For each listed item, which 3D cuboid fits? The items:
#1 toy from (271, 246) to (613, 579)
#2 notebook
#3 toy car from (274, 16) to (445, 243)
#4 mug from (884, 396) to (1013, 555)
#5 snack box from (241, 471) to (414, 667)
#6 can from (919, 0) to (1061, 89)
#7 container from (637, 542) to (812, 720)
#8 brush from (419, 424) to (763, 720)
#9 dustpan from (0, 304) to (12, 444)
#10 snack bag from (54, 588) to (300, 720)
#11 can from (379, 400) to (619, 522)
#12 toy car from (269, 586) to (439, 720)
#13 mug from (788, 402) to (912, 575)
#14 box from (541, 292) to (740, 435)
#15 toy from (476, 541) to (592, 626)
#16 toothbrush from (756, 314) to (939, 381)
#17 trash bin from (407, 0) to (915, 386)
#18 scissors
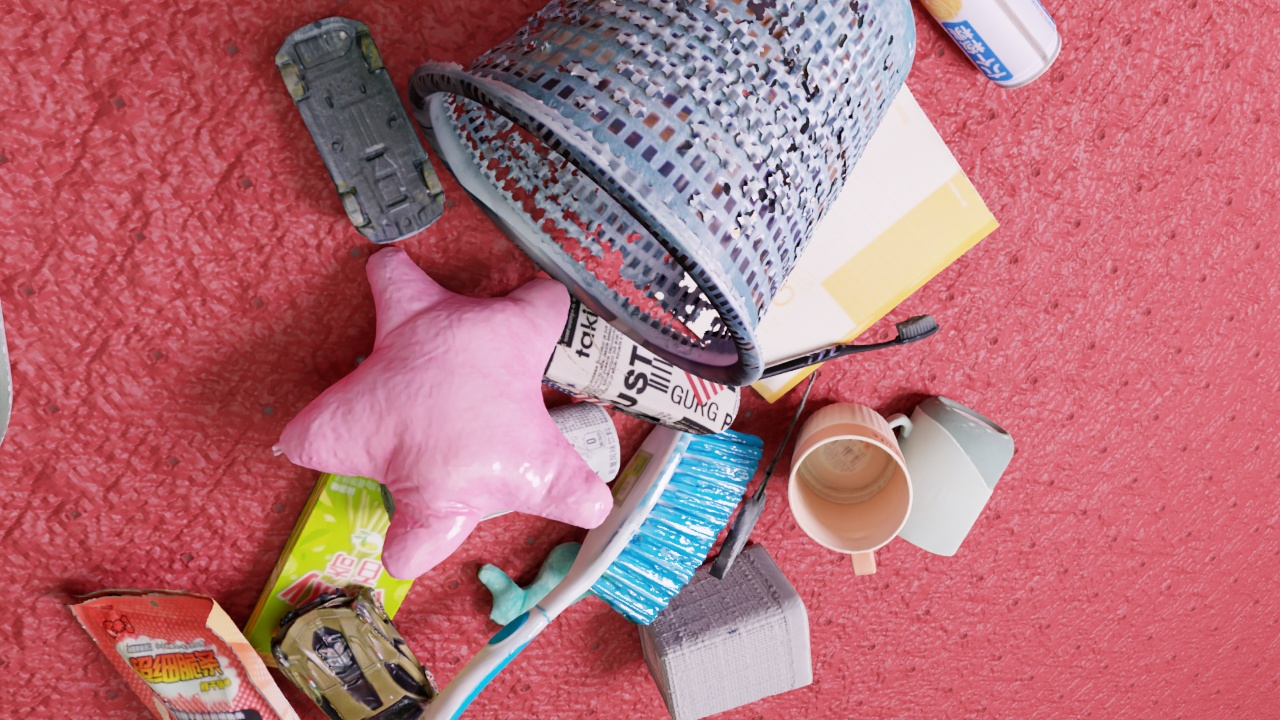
[{"bbox_3d":[-0.116,0.021,0.516,0.178,0.194,0.075,-11,161,-12],"label":"toy"},{"bbox_3d":[0.128,-0.072,0.628,0.206,0.010,0.146,-39,124,15],"label":"notebook"},{"bbox_3d":[-0.150,-0.123,0.498,0.054,0.037,0.121,-26,111,-9],"label":"toy car"},{"bbox_3d":[0.228,0.084,0.736,0.111,0.082,0.106,24,105,-5],"label":"mug"},{"bbox_3d":[-0.195,0.139,0.609,0.085,0.026,0.156,24,103,-29],"label":"snack box"},{"bbox_3d":[0.214,-0.234,0.588,0.134,0.053,0.053,32,98,-32],"label":"can"},{"bbox_3d":[0.062,0.215,0.720,0.114,0.090,0.090,-16,119,-12],"label":"container"},{"bbox_3d":[-0.036,0.161,0.642,0.109,0.060,0.314,36,82,-25],"label":"brush"},{"bbox_3d":[-0.430,-0.030,0.438,0.222,0.143,0.257,-4,86,-21],"label":"dustpan"},{"bbox_3d":[-0.271,0.222,0.581,0.129,0.073,0.208,1,124,22],"label":"snack bag"},{"bbox_3d":[-0.088,0.068,0.586,0.146,0.058,0.058,-14,119,-30],"label":"can"},{"bbox_3d":[-0.183,0.210,0.609,0.070,0.042,0.158,-28,127,-8],"label":"toy car"},{"bbox_3d":[0.154,0.095,0.669,0.082,0.105,0.114,-11,99,13],"label":"mug"},{"bbox_3d":[-0.001,0.003,0.601,0.164,0.070,0.056,18,140,-26],"label":"box"},{"bbox_3d":[-0.074,0.168,0.673,0.092,0.030,0.096,-39,120,-6],"label":"toy"},{"bbox_3d":[0.125,-0.003,0.659,0.189,0.014,0.017,-15,119,-2],"label":"toothbrush"},{"bbox_3d":[0.029,-0.129,0.482,0.195,0.227,0.226,-50,123,-11],"label":"trash bin"},{"bbox_3d":[0.092,0.088,0.682,0.159,0.014,0.178,-53,162,-40],"label":"scissors"}]
